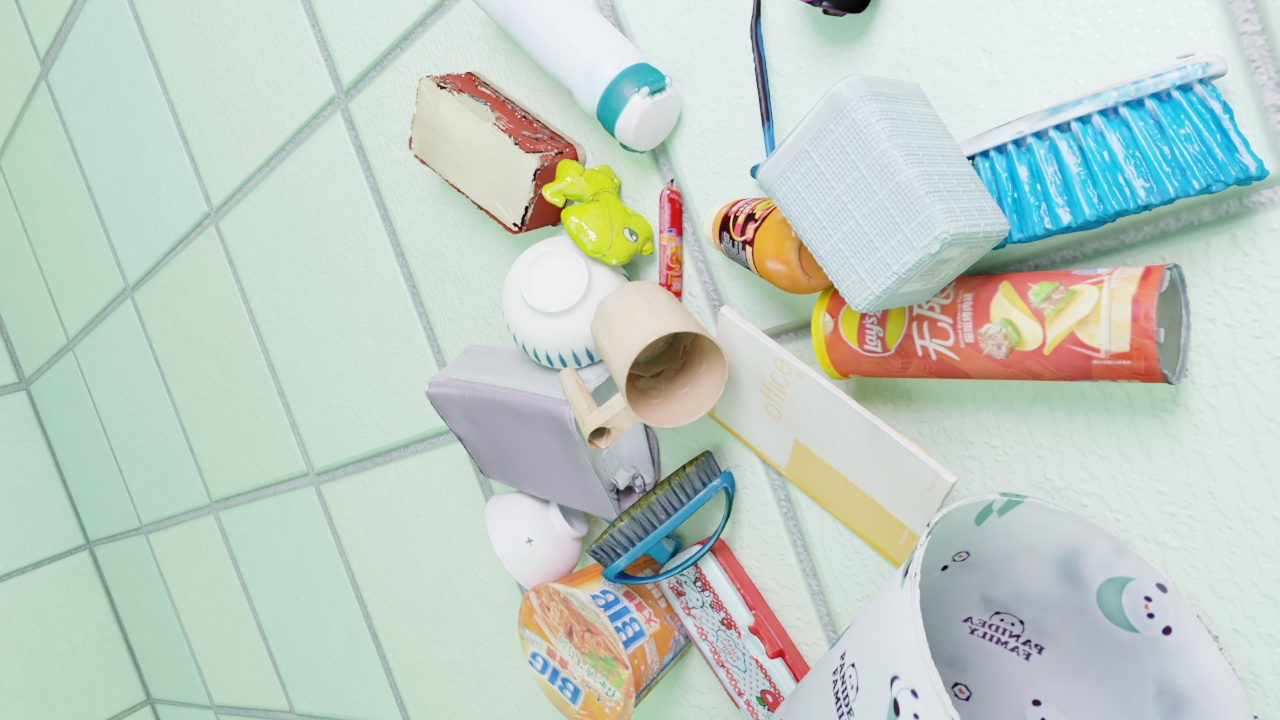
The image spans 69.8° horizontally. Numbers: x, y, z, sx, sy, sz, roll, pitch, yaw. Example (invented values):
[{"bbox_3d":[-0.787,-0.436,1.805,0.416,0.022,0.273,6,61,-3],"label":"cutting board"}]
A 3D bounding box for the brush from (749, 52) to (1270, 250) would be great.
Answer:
[{"bbox_3d":[0.202,-0.118,0.579,0.315,0.060,0.109,-13,91,46],"label":"brush"}]

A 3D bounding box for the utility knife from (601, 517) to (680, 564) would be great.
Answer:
[{"bbox_3d":[-0.034,0.143,0.908,0.186,0.018,0.034,31,131,32],"label":"utility knife"}]

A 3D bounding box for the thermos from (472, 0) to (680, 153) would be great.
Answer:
[{"bbox_3d":[-0.058,-0.258,0.747,0.224,0.073,0.073,48,131,18],"label":"thermos"}]

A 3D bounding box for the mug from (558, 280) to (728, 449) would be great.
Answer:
[{"bbox_3d":[-0.004,0.004,0.724,0.084,0.124,0.103,51,-177,-33],"label":"mug"}]

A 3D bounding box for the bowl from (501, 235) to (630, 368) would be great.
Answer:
[{"bbox_3d":[-0.067,-0.057,0.786,0.116,0.066,0.116,-3,73,8],"label":"bowl"}]

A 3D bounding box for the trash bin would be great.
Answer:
[{"bbox_3d":[0.210,0.250,0.597,0.229,0.228,0.253,47,136,19],"label":"trash bin"}]

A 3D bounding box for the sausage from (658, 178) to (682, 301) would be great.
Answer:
[{"bbox_3d":[0.025,-0.075,0.773,0.020,0.020,0.156,17,117,37],"label":"sausage"}]

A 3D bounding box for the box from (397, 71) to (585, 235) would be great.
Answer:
[{"bbox_3d":[-0.140,-0.192,0.836,0.168,0.077,0.091,39,128,24],"label":"box"}]

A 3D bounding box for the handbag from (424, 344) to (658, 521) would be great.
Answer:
[{"bbox_3d":[-0.089,0.064,0.872,0.197,0.098,0.145,8,127,39],"label":"handbag"}]

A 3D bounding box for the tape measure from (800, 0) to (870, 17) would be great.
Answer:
[{"bbox_3d":[0.124,-0.247,0.593,0.058,0.057,0.039,54,139,45],"label":"tape measure"}]

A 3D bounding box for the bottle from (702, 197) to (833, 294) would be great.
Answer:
[{"bbox_3d":[0.088,-0.091,0.667,0.149,0.066,0.067,31,128,59],"label":"bottle"}]

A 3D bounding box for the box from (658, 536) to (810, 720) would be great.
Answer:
[{"bbox_3d":[0.091,0.258,0.819,0.201,0.047,0.087,56,133,10],"label":"box"}]

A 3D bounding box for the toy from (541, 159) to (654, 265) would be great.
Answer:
[{"bbox_3d":[-0.036,-0.122,0.771,0.031,0.096,0.100,131,138,-57],"label":"toy"}]

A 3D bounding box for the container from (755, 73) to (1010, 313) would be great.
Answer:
[{"bbox_3d":[0.146,-0.095,0.545,0.090,0.089,0.111,-46,65,41],"label":"container"}]

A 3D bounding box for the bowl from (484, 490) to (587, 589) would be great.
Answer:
[{"bbox_3d":[-0.093,0.170,0.924,0.065,0.118,0.118,-35,80,15],"label":"bowl"}]

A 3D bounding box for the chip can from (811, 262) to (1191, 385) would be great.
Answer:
[{"bbox_3d":[0.220,-0.021,0.583,0.217,0.073,0.073,0,105,41],"label":"chip can"}]

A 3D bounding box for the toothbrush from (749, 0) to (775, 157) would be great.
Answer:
[{"bbox_3d":[0.084,-0.212,0.652,0.016,0.014,0.189,-5,92,44],"label":"toothbrush"}]

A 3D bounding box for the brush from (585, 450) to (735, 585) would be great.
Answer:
[{"bbox_3d":[0.026,0.145,0.793,0.144,0.055,0.073,-40,83,3],"label":"brush"}]

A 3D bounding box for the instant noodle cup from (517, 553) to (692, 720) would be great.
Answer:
[{"bbox_3d":[-0.028,0.259,0.880,0.151,0.111,0.151,16,116,37],"label":"instant noodle cup"}]

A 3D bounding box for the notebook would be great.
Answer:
[{"bbox_3d":[0.132,0.061,0.695,0.206,0.010,0.146,39,152,24],"label":"notebook"}]
